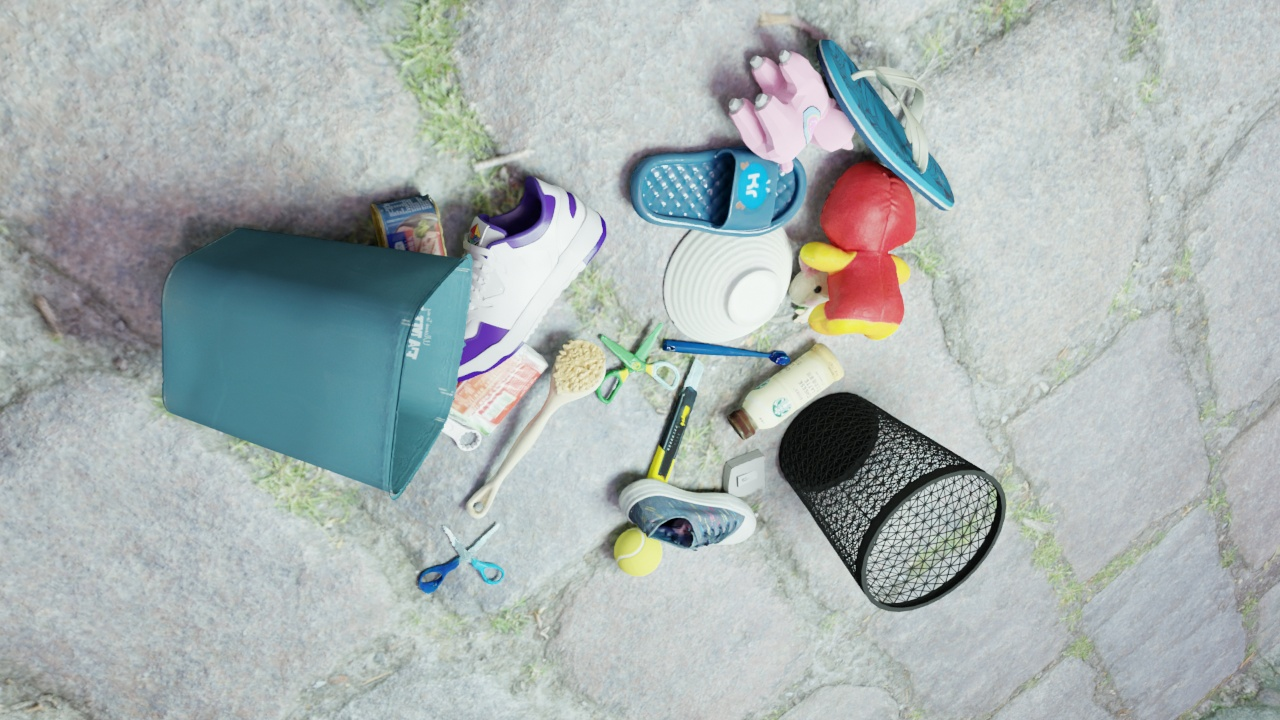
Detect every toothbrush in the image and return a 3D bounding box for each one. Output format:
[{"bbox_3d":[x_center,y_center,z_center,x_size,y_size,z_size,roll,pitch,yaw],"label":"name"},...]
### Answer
[{"bbox_3d":[0.113,-0.010,1.174,0.189,0.017,0.016,5,114,-28],"label":"toothbrush"}]

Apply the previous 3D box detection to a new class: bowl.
[{"bbox_3d":[0.122,-0.087,1.101,0.177,0.071,0.177,-12,123,-20],"label":"bowl"}]

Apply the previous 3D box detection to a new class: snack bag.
[{"bbox_3d":[-0.169,0.024,1.044,0.077,0.036,0.116,36,99,-35],"label":"snack bag"}]

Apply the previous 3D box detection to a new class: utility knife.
[{"bbox_3d":[0.046,0.087,1.198,0.028,0.020,0.203,5,114,-30],"label":"utility knife"}]

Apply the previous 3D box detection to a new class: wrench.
[{"bbox_3d":[-0.278,0.030,1.011,0.047,0.009,0.273,-47,127,5],"label":"wrench"}]

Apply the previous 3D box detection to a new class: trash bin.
[{"bbox_3d":[0.319,0.172,1.237,0.216,0.243,0.217,-12,122,-20],"label":"trash bin"},{"bbox_3d":[-0.290,-0.014,0.838,0.218,0.198,0.197,14,114,1],"label":"trash bin"}]

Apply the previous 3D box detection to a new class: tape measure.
[{"bbox_3d":[0.147,0.162,1.288,0.062,0.020,0.060,-17,124,-16],"label":"tape measure"}]

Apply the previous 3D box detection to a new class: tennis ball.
[{"bbox_3d":[-0.003,0.259,1.243,0.065,0.065,0.065,-12,122,-20],"label":"tennis ball"}]

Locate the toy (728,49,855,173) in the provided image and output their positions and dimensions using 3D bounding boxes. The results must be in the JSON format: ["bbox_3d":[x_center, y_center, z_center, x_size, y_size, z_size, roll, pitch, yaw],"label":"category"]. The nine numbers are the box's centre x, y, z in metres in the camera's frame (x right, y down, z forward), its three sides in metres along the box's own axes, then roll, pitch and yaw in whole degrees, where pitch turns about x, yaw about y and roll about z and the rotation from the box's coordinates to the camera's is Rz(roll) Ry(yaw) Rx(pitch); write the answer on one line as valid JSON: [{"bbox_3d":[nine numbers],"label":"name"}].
[{"bbox_3d":[0.175,-0.267,1.014,0.157,0.067,0.123,35,73,-37],"label":"toy"}]

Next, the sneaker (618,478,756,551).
[{"bbox_3d":[0.073,0.225,1.237,0.235,0.079,0.088,20,121,-38],"label":"sneaker"}]

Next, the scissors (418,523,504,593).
[{"bbox_3d":[-0.226,0.256,1.165,0.133,0.014,0.127,-28,126,-8],"label":"scissors"}]

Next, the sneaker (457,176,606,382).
[{"bbox_3d":[-0.151,-0.089,0.957,0.244,0.092,0.111,-48,127,1],"label":"sneaker"}]

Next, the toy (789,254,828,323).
[{"bbox_3d":[0.228,-0.091,1.167,0.087,0.050,0.112,-5,115,-24],"label":"toy"}]

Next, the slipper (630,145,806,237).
[{"bbox_3d":[0.092,-0.187,1.025,0.213,0.059,0.104,-5,104,-19],"label":"slipper"}]

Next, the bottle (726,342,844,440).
[{"bbox_3d":[0.190,0.044,1.218,0.162,0.056,0.056,-36,127,-3],"label":"bottle"}]

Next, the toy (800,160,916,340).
[{"bbox_3d":[0.273,-0.133,1.106,0.147,0.099,0.216,3,95,-31],"label":"toy"}]

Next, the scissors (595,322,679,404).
[{"bbox_3d":[-0.003,0.007,1.122,0.131,0.011,0.126,26,109,-27],"label":"scissors"}]

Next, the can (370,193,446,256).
[{"bbox_3d":[-0.230,-0.113,0.925,0.059,0.054,0.100,-16,124,-20],"label":"can"}]

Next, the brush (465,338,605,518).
[{"bbox_3d":[-0.129,0.085,1.089,0.273,0.062,0.077,-53,164,15],"label":"brush"}]

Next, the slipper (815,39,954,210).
[{"bbox_3d":[0.303,-0.269,1.057,0.060,0.118,0.294,-25,141,35],"label":"slipper"}]
